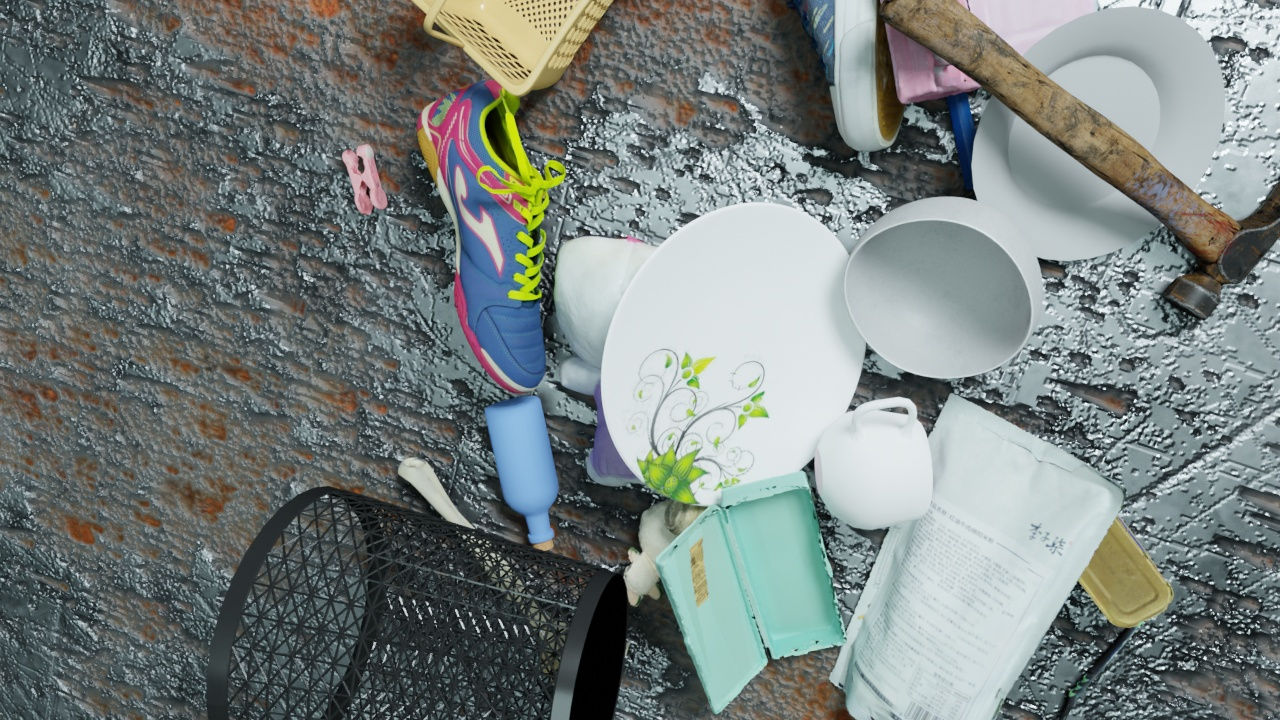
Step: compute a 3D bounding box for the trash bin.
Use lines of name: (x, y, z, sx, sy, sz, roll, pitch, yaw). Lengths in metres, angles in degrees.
trash bin: (-0.147, 0.221, 0.690, 0.243, 0.216, 0.217, 7, 102, 12)

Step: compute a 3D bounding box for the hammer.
hammer: (0.293, -0.152, 0.593, 0.330, 0.033, 0.120, 29, 105, -18)

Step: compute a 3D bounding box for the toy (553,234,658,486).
toy: (-0.004, 0.004, 0.725, 0.138, 0.085, 0.209, -3, 105, 14)

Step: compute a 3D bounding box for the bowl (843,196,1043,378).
bowl: (0.219, -0.058, 0.658, 0.132, 0.064, 0.132, 19, 133, 22)

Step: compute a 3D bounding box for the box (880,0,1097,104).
box: (0.211, -0.299, 0.616, 0.172, 0.075, 0.233, -16, 99, -20)

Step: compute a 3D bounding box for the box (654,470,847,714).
box: (0.087, 0.180, 0.709, 0.138, 0.056, 0.187, -22, 123, -7)

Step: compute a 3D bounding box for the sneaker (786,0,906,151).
sneaker: (0.138, -0.263, 0.651, 0.079, 0.087, 0.235, -4, 95, 33)

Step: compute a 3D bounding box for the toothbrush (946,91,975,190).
toothbrush: (0.224, -0.218, 0.663, 0.016, 0.017, 0.190, -13, 98, 11)

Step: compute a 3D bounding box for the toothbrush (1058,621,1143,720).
toothbrush: (0.355, 0.249, 0.726, 0.017, 0.014, 0.188, 34, 106, 12)

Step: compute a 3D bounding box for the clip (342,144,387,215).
clip: (-0.240, -0.151, 0.779, 0.041, 0.023, 0.059, -7, 93, 18)

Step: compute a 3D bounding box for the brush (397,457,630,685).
brush: (-0.117, 0.187, 0.803, 0.272, 0.062, 0.077, 45, 102, 5)

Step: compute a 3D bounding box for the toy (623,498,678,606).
toy: (0.031, 0.159, 0.759, 0.112, 0.050, 0.087, -28, 94, -6)

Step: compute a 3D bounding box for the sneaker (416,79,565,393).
sneaker: (-0.103, -0.096, 0.708, 0.091, 0.116, 0.242, -15, 91, 24)

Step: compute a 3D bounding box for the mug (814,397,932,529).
mug: (0.172, 0.071, 0.683, 0.076, 0.090, 0.124, -3, 136, 2)

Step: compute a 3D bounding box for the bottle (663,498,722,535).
bottle: (0.074, 0.134, 0.734, 0.110, 0.042, 0.043, 19, 105, -14)

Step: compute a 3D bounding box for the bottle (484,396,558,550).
bottle: (-0.095, 0.098, 0.779, 0.048, 0.048, 0.131, -9, 99, 14)

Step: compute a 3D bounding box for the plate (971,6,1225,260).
plate: (0.311, -0.154, 0.633, 0.173, 0.019, 0.173, -2, 118, -4)

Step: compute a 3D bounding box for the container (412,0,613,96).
container: (-0.070, -0.293, 0.636, 0.129, 0.166, 0.184, 44, 107, 2)

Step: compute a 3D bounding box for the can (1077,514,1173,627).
can: (0.344, 0.144, 0.685, 0.054, 0.059, 0.100, -38, 91, 16)

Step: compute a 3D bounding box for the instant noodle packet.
instant noodle packet: (0.244, 0.176, 0.700, 0.147, 0.057, 0.269, 35, 111, 42)

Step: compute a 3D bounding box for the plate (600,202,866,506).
plate: (0.069, -0.004, 0.681, 0.229, 0.030, 0.230, -9, 110, -26)
